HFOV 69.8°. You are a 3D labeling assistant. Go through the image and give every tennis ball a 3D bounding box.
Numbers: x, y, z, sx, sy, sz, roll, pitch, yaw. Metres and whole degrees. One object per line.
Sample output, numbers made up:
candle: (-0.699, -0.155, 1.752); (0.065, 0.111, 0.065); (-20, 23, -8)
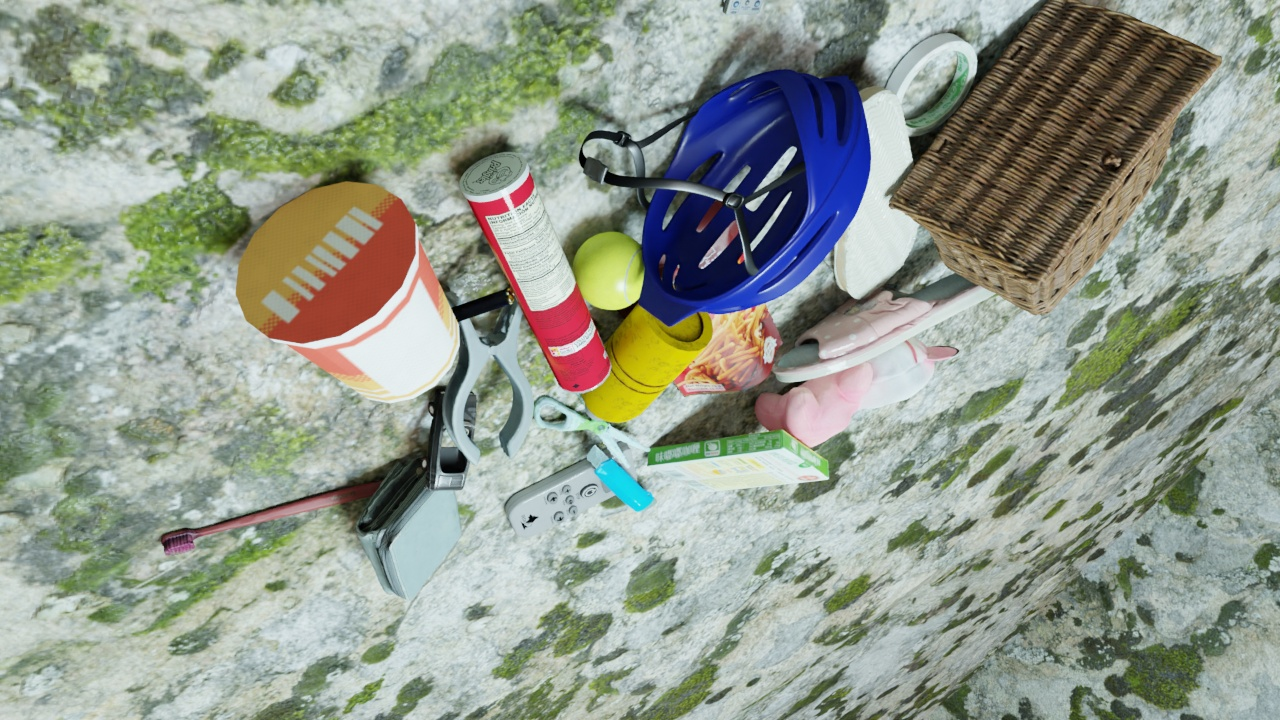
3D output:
tennis ball: (-0.024, -0.075, 0.770); (0.065, 0.065, 0.065); (-21, 141, -18)

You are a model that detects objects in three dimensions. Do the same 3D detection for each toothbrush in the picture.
toothbrush: (-0.322, 0.139, 0.818); (0.189, 0.016, 0.016); (-13, 138, -26)

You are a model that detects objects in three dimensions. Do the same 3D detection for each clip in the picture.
clip: (-0.146, 0.016, 0.774); (0.114, 0.028, 0.163); (-11, 117, -31)

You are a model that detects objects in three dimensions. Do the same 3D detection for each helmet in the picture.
helmet: (0.063, -0.142, 0.692); (0.227, 0.148, 0.241); (26, 100, -51)

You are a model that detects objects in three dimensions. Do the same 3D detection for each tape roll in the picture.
tape roll: (0.264, -0.250, 0.838); (0.093, 0.018, 0.094); (-21, 141, -18)

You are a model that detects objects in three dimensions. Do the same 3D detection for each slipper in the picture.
slipper: (0.263, -0.051, 0.995); (0.274, 0.114, 0.054); (-24, 101, -5)
slipper: (0.212, -0.155, 0.873); (0.114, 0.054, 0.273); (-36, 148, -5)

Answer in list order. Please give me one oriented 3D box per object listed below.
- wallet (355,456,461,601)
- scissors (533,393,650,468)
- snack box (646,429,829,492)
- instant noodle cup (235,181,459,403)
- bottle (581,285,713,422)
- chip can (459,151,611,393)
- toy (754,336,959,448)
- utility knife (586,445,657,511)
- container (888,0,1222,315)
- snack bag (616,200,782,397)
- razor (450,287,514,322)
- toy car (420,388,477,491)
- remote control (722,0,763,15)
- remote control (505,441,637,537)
wallet: (-0.217, 0.162, 0.876); (0.100, 0.054, 0.132); (-50, 155, -34)
scissors: (-0.035, 0.063, 0.946); (0.093, 0.032, 0.175); (-47, 140, 8)
snack box: (0.112, 0.118, 1.047); (0.168, 0.027, 0.132); (-11, 154, 31)
instant noodle cup: (-0.193, -0.038, 0.647); (0.123, 0.123, 0.121); (-31, 151, -5)
bottle: (-0.005, 0.005, 0.839); (0.071, 0.071, 0.164); (-4, 151, -34)
chip can: (-0.077, -0.061, 0.730); (0.051, 0.052, 0.215); (-29, 134, -8)
toy: (0.244, 0.027, 1.048); (0.213, 0.084, 0.142); (-28, -178, -15)
utility knife: (-0.021, 0.133, 1.012); (0.031, 0.015, 0.185); (-40, 147, -4)
container: (0.389, -0.174, 0.875); (0.250, 0.162, 0.183); (-51, 149, 1)
snack bag: (0.056, -0.050, 0.888); (0.139, 0.066, 0.208); (-31, 134, 3)
razor: (-0.163, -0.029, 0.728); (0.144, 0.022, 0.043); (-21, 145, 17)
toy car: (-0.169, 0.073, 0.824); (0.040, 0.037, 0.092); (5, 95, -39)
remote control: (0.089, -0.309, 0.641); (0.033, 0.013, 0.137); (-12, 138, -28)
remote control: (-0.075, 0.147, 1.014); (0.151, 0.019, 0.074); (-25, 142, -12)
